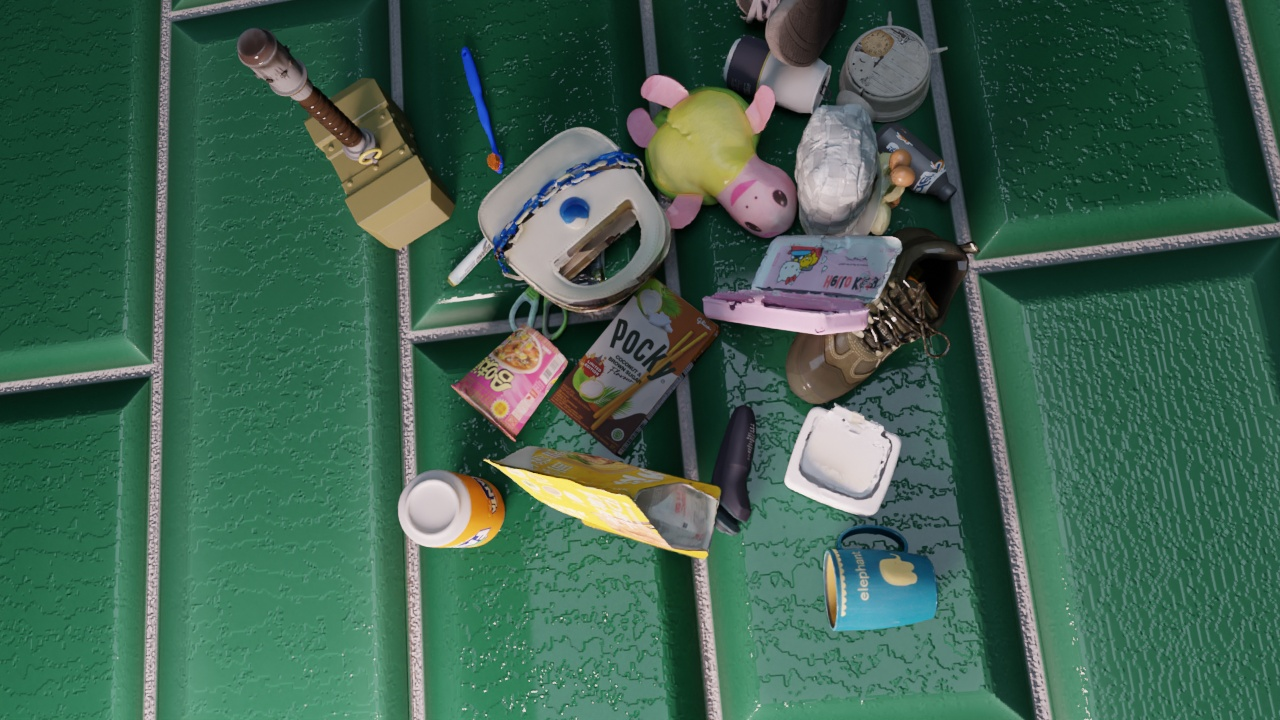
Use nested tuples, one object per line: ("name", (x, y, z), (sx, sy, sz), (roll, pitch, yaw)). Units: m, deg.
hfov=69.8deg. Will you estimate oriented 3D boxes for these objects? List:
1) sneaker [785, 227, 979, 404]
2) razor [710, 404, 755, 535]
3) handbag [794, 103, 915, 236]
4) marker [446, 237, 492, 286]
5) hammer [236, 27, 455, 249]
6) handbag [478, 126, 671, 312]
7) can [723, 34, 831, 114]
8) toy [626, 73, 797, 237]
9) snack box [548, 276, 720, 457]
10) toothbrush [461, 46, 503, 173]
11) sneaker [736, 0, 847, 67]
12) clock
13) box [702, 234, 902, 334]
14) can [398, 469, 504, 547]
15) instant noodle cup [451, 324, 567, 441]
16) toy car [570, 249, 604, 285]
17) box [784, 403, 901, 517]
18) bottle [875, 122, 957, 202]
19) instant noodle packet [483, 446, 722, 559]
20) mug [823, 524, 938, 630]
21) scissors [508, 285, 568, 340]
("sneaker", (0.267, -0.038, 0.953), (0.101, 0.143, 0.237), (43, 83, -20))
("razor", (0.104, 0.119, 1.011), (0.052, 0.047, 0.142), (5, 76, 35))
("handbag", (0.228, -0.197, 0.984), (0.123, 0.171, 0.112), (5, 80, 10))
("marker", (-0.183, -0.147, 1.122), (0.017, 0.017, 0.146), (43, 89, 14))
("hammer", (-0.337, -0.265, 1.011), (0.101, 0.325, 0.190), (-31, 76, 2))
("handbag", (-0.069, -0.153, 1.039), (0.200, 0.093, 0.199), (-44, 69, -5))
("can", (0.166, -0.333, 1.076), (0.127, 0.064, 0.064), (23, 83, 13))
("toy", (0.085, -0.236, 1.057), (0.238, 0.087, 0.190), (40, 104, 13))
("snack box", (-0.006, 0.006, 1.054), (0.101, 0.031, 0.186), (38, 87, 14))
("toothbrush", (-0.202, -0.318, 1.157), (0.016, 0.018, 0.182), (-25, 75, 29))
("sneaker", (0.156, -0.403, 1.036), (0.120, 0.095, 0.234), (14, 44, 17))
("clock", (0.271, -0.320, 1.058), (0.103, 0.061, 0.157), (39, 85, 14))
("box", (0.171, -0.072, 0.973), (0.149, 0.202, 0.073), (-36, 114, -22))
("can", (-0.200, 0.163, 0.998), (0.079, 0.142, 0.079), (-2, 78, 9))
("instant noodle cup", (-0.144, 0.021, 1.048), (0.098, 0.098, 0.108), (39, 79, 14))
("toy car", (-0.064, -0.121, 1.088), (0.048, 0.033, 0.105), (-6, 65, 15))
("box", (0.217, 0.105, 0.978), (0.107, 0.076, 0.102), (21, 84, 10))
("bottle", (0.311, -0.223, 1.040), (0.047, 0.047, 0.112), (-44, 76, -1))
("instant noodle packet", (-0.034, 0.132, 0.921), (0.163, 0.221, 0.084), (12, 80, 28))
("mug", (0.247, 0.222, 0.952), (0.104, 0.085, 0.112), (-2, 50, 3))
("scissors", (-0.106, -0.108, 1.105), (0.078, 0.032, 0.175), (10, 84, 14))
